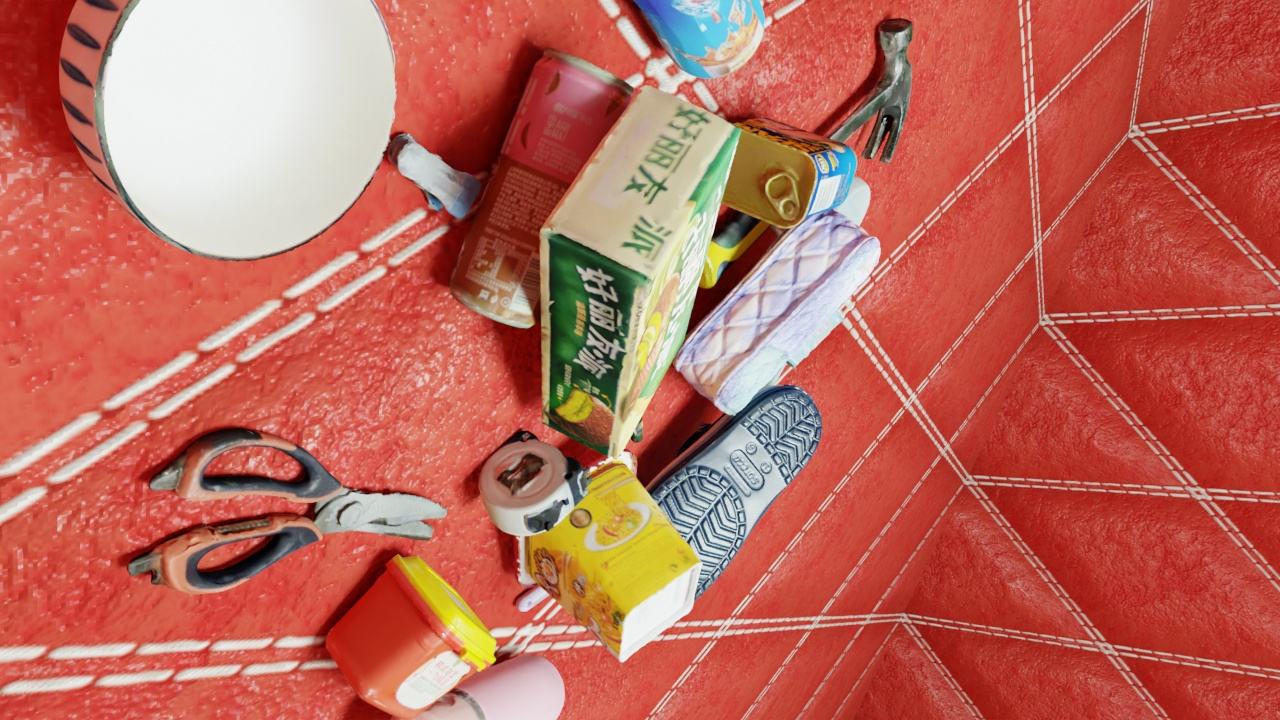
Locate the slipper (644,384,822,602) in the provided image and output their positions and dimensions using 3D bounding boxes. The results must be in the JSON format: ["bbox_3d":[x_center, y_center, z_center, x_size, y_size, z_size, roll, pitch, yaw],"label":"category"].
[{"bbox_3d":[0.063,0.118,0.858,0.252,0.105,0.095,-47,-167,-9],"label":"slipper"}]

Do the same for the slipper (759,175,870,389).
[{"bbox_3d":[0.169,-0.067,0.900,0.245,0.074,0.104,-60,153,-5],"label":"slipper"}]

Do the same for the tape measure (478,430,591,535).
[{"bbox_3d":[-0.078,0.088,0.640,0.065,0.066,0.034,-45,144,-31],"label":"tape measure"}]

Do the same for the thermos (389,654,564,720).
[{"bbox_3d":[-0.115,0.276,0.702,0.198,0.087,0.067,29,71,-72],"label":"thermos"}]

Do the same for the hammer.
[{"bbox_3d":[0.150,-0.170,0.812,0.322,0.032,0.126,-45,142,-26],"label":"hammer"}]

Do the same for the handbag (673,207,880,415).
[{"bbox_3d":[0.115,-0.045,0.785,0.194,0.075,0.134,-46,164,3],"label":"handbag"}]

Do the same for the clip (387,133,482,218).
[{"bbox_3d":[-0.108,-0.096,0.474,0.026,0.041,0.058,-56,147,-3],"label":"clip"}]

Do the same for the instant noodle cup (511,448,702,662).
[{"bbox_3d":[-0.024,0.150,0.703,0.115,0.123,0.116,-28,145,-29],"label":"instant noodle cup"}]

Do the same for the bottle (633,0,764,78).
[{"bbox_3d":[0.006,-0.230,0.490,0.065,0.065,0.218,-61,151,0],"label":"bottle"}]

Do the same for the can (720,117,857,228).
[{"bbox_3d":[0.100,-0.145,0.688,0.083,0.102,0.057,-26,136,-51],"label":"can"}]

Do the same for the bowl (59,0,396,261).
[{"bbox_3d":[-0.156,-0.102,0.338,0.116,0.066,0.117,-40,146,-34],"label":"bowl"}]

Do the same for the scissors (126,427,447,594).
[{"bbox_3d":[-0.187,0.096,0.524,0.196,0.015,0.206,-42,146,-34],"label":"scissors"}]

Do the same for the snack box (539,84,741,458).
[{"bbox_3d":[-0.009,-0.039,0.558,0.114,0.063,0.241,-60,171,-27],"label":"snack box"}]

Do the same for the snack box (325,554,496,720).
[{"bbox_3d":[-0.150,0.185,0.601,0.080,0.082,0.091,-42,148,-14],"label":"snack box"}]

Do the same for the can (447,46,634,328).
[{"bbox_3d":[-0.057,-0.095,0.517,0.057,0.058,0.147,8,109,-60],"label":"can"}]

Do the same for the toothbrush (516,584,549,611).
[{"bbox_3d":[-0.042,0.173,0.831,0.188,0.021,0.029,-28,100,-43],"label":"toothbrush"}]

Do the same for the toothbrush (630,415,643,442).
[{"bbox_3d":[-0.004,0.004,0.739,0.012,0.017,0.186,-9,135,-8],"label":"toothbrush"}]
